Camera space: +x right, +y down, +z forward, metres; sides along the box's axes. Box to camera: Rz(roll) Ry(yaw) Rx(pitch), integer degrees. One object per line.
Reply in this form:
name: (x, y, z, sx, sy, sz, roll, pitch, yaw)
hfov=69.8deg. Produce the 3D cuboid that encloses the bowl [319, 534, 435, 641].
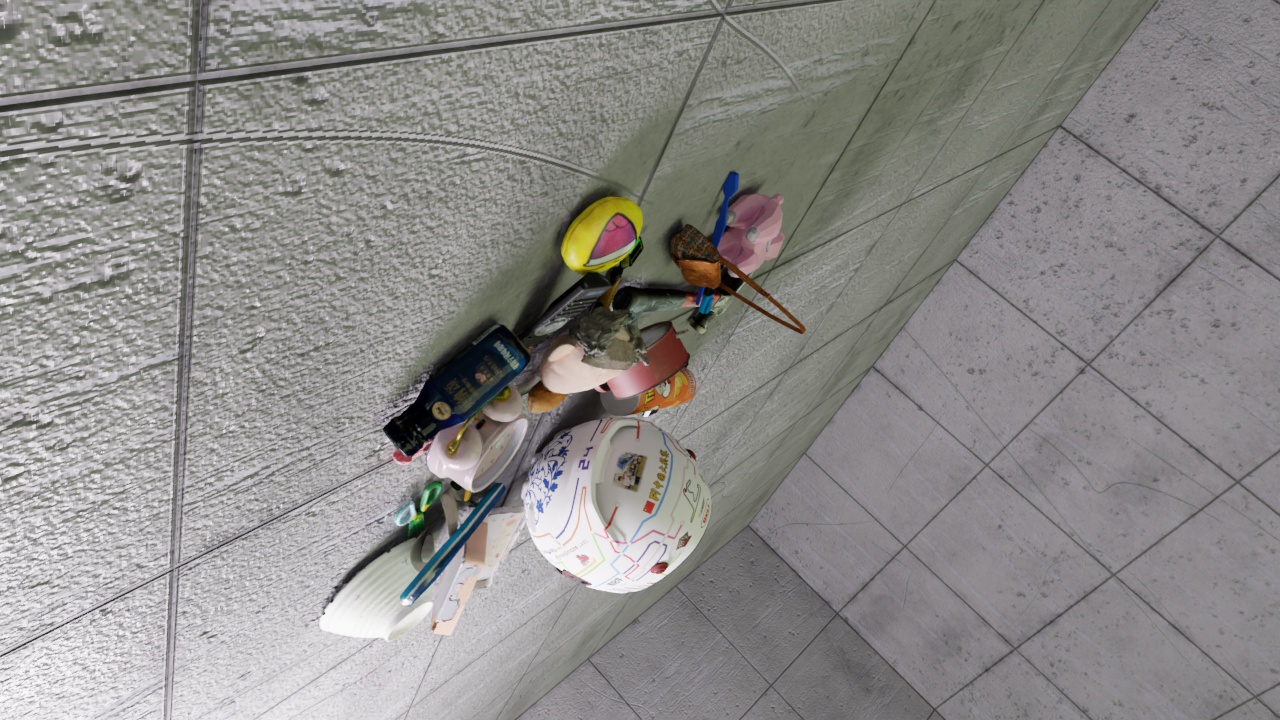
bowl: (-0.318, 0.311, 1.186, 0.177, 0.071, 0.177, -41, 164, -14)

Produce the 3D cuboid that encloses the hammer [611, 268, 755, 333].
hammer: (0.057, -0.089, 1.228, 0.141, 0.036, 0.325, -51, 162, 21)

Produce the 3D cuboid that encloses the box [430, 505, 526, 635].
box: (-0.237, 0.309, 1.351, 0.120, 0.094, 0.218, -88, -161, -47)

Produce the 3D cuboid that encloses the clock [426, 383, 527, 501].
clock: (-0.176, 0.081, 1.004, 0.116, 0.059, 0.158, -51, 168, -26)

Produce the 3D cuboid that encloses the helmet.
helmet: (-0.050, 0.200, 1.300, 0.315, 0.236, 0.230, -40, -152, 58)

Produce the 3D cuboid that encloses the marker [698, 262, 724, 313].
marker: (0.095, -0.097, 1.207, 0.018, 0.015, 0.123, -41, 164, -24)

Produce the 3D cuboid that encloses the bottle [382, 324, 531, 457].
bottle: (-0.183, 0.031, 0.916, 0.160, 0.056, 0.056, -41, 162, -13)

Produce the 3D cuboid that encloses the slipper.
slipper: (-0.244, 0.215, 1.135, 0.118, 0.060, 0.294, -55, -179, 10)

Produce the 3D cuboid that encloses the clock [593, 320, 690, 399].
clock: (-0.007, 0.007, 1.173, 0.109, 0.062, 0.157, -41, -161, -35)

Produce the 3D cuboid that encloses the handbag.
handbag: (0.114, -0.085, 1.105, 0.043, 0.196, 0.093, -49, 165, -10)

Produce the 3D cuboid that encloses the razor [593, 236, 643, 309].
razor: (-0.034, -0.080, 1.067, 0.144, 0.021, 0.043, -62, 178, 40)

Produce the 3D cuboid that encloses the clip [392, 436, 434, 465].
clip: (-0.242, 0.097, 0.986, 0.059, 0.022, 0.039, -25, 149, -53)

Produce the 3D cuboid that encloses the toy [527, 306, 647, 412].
toy: (-0.069, -0.002, 1.061, 0.176, 0.076, 0.132, -40, 155, 20)

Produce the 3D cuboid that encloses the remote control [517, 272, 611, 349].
remote control: (-0.090, -0.048, 0.966, 0.141, 0.021, 0.045, -36, 165, 37)

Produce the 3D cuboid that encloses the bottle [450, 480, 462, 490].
bottle: (-0.188, 0.109, 1.114, 0.123, 0.033, 0.033, -49, 162, 11)

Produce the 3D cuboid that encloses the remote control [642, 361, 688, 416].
remote control: (0.043, 0.046, 1.530, 0.039, 0.010, 0.125, -19, 147, -55)

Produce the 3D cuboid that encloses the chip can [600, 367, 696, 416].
chip can: (0.016, 0.044, 1.379, 0.062, 0.062, 0.210, -52, 161, 18)

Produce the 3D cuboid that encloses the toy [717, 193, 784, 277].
toy: (0.153, -0.169, 1.225, 0.157, 0.067, 0.124, -32, 156, -49)

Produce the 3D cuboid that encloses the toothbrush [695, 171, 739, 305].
toothbrush: (0.095, -0.150, 1.158, 0.011, 0.016, 0.187, -36, 148, -50)

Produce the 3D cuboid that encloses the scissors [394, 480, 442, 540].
scissors: (-0.281, 0.197, 1.123, 0.077, 0.013, 0.132, -35, 162, -44)

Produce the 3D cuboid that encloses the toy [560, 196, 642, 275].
toy: (-0.039, -0.126, 0.925, 0.095, 0.041, 0.094, -27, 152, -29)
